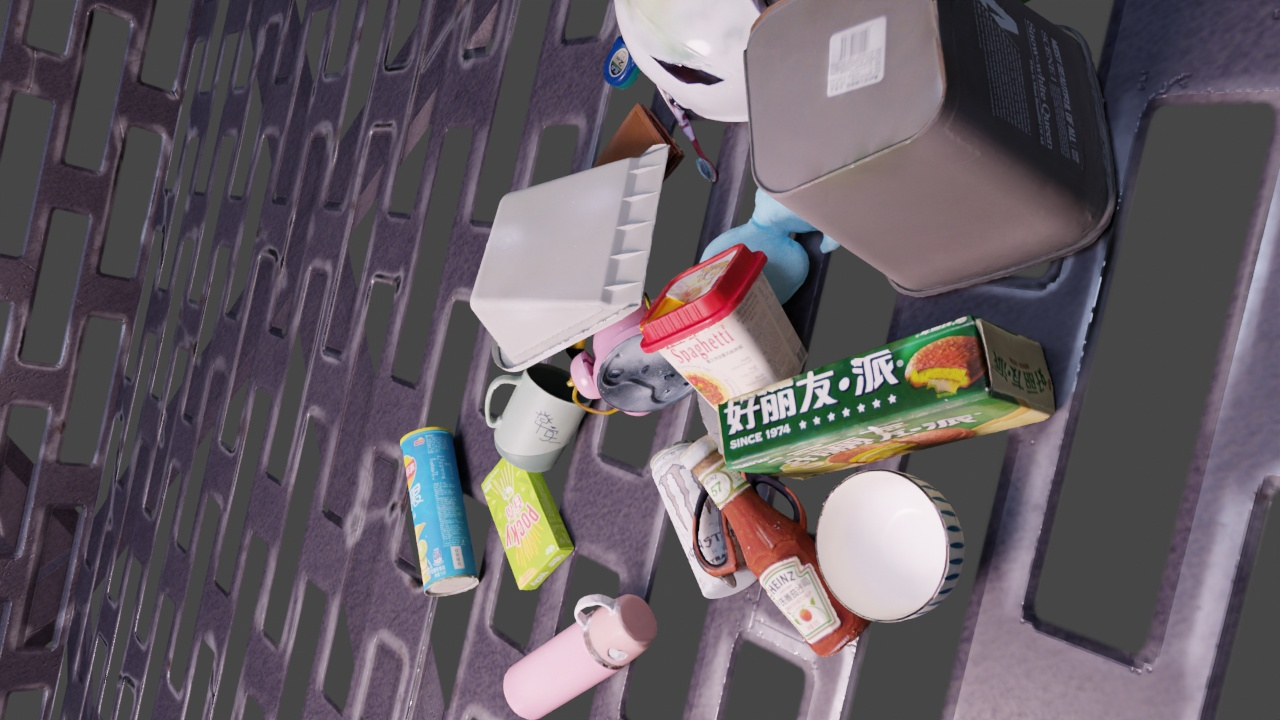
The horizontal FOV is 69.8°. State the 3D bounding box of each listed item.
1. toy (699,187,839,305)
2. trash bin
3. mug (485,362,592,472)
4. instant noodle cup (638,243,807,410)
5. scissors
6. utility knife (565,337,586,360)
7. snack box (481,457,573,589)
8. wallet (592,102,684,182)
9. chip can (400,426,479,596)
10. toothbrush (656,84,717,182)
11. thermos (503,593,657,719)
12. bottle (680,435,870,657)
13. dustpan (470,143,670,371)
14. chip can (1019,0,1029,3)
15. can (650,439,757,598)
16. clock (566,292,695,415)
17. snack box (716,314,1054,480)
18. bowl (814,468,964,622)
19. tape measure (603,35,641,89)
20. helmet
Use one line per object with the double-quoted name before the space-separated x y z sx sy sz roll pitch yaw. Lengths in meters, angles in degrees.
"toy" 0.121 -0.104 0.877 0.162 0.049 0.156 12 95 41
"trash bin" 0.207 -0.178 0.683 0.199 0.219 0.198 -17 68 42
"mug" -0.128 0.063 1.055 0.106 0.111 0.082 -60 19 21
"instant noodle cup" 0.081 -0.021 0.835 0.117 0.124 0.116 -25 20 41
"scissors" 0.093 0.101 0.857 0.213 0.015 0.197 31 71 25
"utility knife" -0.068 -0.106 1.087 0.033 0.015 0.218 6 92 50
"snack box" -0.138 0.186 1.101 0.086 0.026 0.156 -49 51 28
"wallet" -0.012 -0.221 1.055 0.125 0.032 0.101 -49 48 27
"chip can" -0.263 0.195 1.196 0.071 0.071 0.210 -36 58 35
"toothbrush" 0.044 -0.265 1.013 0.016 0.017 0.187 -42 55 31
"thermos" -0.071 0.307 0.965 0.199 0.087 0.067 -42 21 34
"bottle" 0.109 0.152 0.777 0.206 0.059 0.060 51 120 12
"dustpan" -0.079 -0.094 1.019 0.258 0.143 0.222 -4 56 22
"chip can" 0.247 -0.297 0.761 0.222 0.072 0.072 -20 67 37
"can" 0.060 0.151 0.880 0.058 0.058 0.146 -45 53 30
"clock" -0.006 0.005 0.940 0.159 0.117 0.059 -47 41 26
"snack box" 0.187 0.038 0.732 0.241 0.114 0.063 -22 66 41
"bowl" 0.204 0.145 0.726 0.117 0.066 0.116 -11 75 45
"tape measure" -0.020 -0.352 1.092 0.055 0.025 0.058 -56 44 24
"helmet" 0.066 -0.372 0.921 0.230 0.145 0.258 -45 53 31
